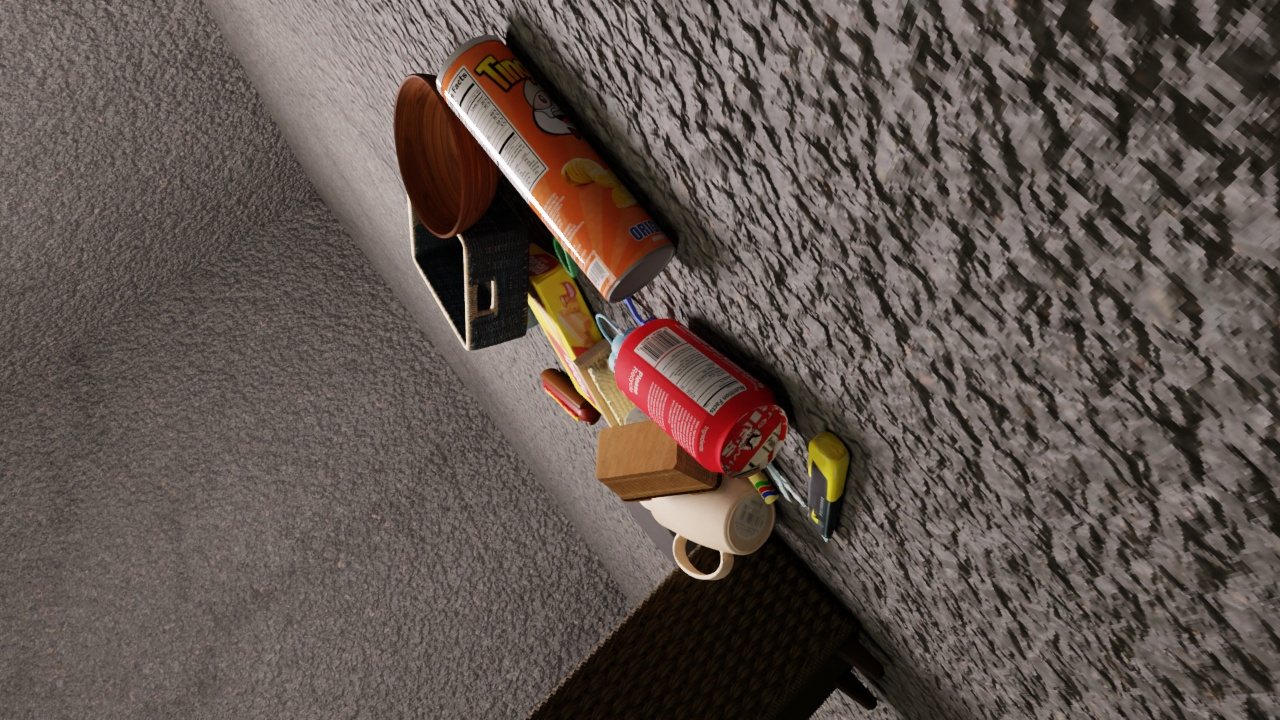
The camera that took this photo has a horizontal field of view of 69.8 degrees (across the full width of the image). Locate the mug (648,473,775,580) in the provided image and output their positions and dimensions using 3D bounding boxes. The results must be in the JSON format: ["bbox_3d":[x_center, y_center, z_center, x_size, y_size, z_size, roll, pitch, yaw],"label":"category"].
[{"bbox_3d":[0.067,0.152,0.868,0.085,0.111,0.104,14,-179,-37],"label":"mug"}]

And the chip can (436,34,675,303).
[{"bbox_3d":[-0.063,-0.141,0.673,0.210,0.062,0.062,51,166,10],"label":"chip can"}]

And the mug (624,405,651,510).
[{"bbox_3d":[0.021,0.082,0.958,0.121,0.081,0.097,-100,-6,-54],"label":"mug"}]

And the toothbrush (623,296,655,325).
[{"bbox_3d":[-0.030,-0.076,0.842,0.186,0.011,0.016,49,166,30],"label":"toothbrush"}]

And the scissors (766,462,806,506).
[{"bbox_3d":[0.103,0.077,0.758,0.135,0.015,0.086,53,165,-3],"label":"scissors"}]

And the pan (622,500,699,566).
[{"bbox_3d":[0.003,0.163,1.234,0.249,0.043,0.356,39,160,47],"label":"pan"}]

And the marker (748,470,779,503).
[{"bbox_3d":[0.080,0.070,0.814,0.132,0.014,0.014,54,167,-3],"label":"marker"}]

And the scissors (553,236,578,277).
[{"bbox_3d":[-0.066,-0.117,0.829,0.119,0.012,0.129,44,157,38],"label":"scissors"}]

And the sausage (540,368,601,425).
[{"bbox_3d":[-0.103,0.051,1.322,0.156,0.040,0.040,33,156,56],"label":"sausage"}]

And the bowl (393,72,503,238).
[{"bbox_3d":[-0.167,-0.193,0.850,0.147,0.068,0.147,33,131,46],"label":"bowl"}]

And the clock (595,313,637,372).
[{"bbox_3d":[-0.005,0.005,0.880,0.123,0.042,0.087,50,166,9],"label":"clock"}]

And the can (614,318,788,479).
[{"bbox_3d":[0.043,0.026,0.702,0.142,0.074,0.074,40,161,45],"label":"can"}]

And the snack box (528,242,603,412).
[{"bbox_3d":[-0.077,-0.031,1.028,0.092,0.042,0.201,38,159,53],"label":"snack box"}]

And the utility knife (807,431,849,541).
[{"bbox_3d":[0.138,0.101,0.689,0.029,0.020,0.171,48,166,30],"label":"utility knife"}]

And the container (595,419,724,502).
[{"bbox_3d":[0.013,0.088,0.838,0.114,0.063,0.061,-13,152,34],"label":"container"}]

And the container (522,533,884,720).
[{"bbox_3d":[0.072,0.345,0.904,0.205,0.320,0.177,38,161,30],"label":"container"}]

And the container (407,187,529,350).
[{"bbox_3d":[-0.186,-0.123,0.983,0.187,0.071,0.146,52,148,39],"label":"container"}]

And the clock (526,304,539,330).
[{"bbox_3d":[-0.179,-0.076,1.240,0.089,0.051,0.125,56,167,-3],"label":"clock"}]

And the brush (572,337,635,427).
[{"bbox_3d":[-0.026,0.035,1.003,0.039,0.049,0.117,38,159,55],"label":"brush"}]
